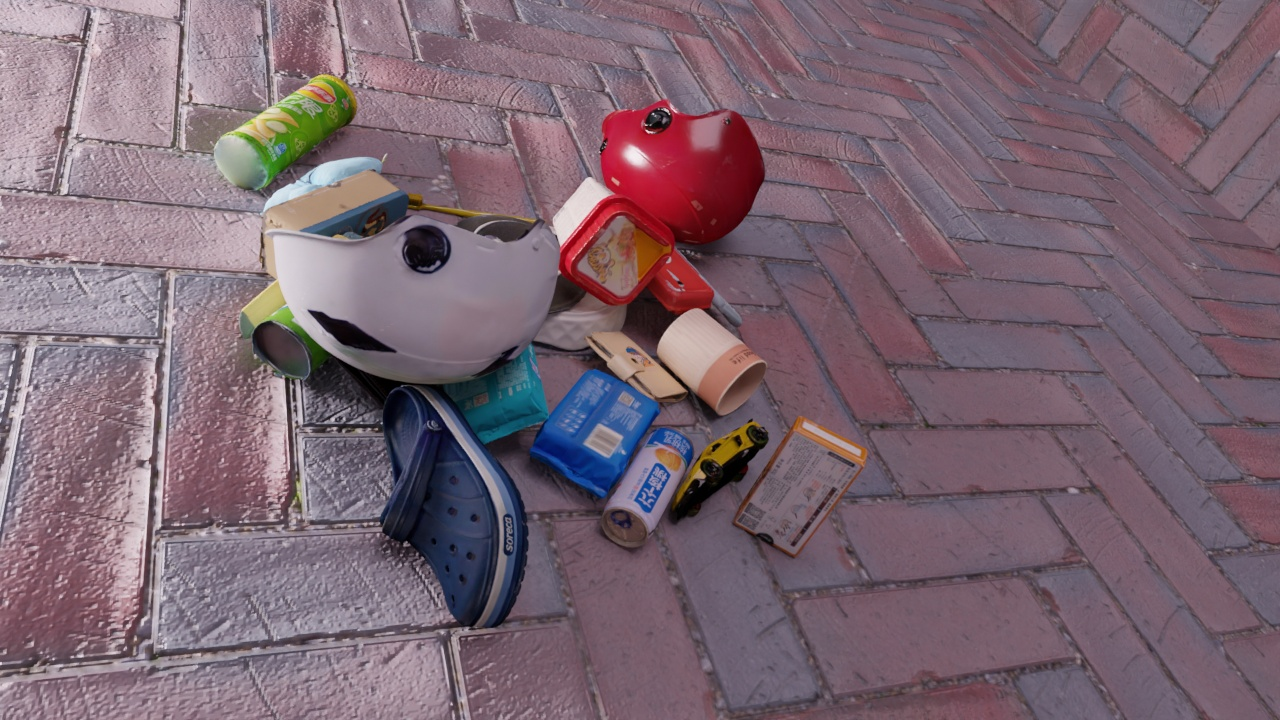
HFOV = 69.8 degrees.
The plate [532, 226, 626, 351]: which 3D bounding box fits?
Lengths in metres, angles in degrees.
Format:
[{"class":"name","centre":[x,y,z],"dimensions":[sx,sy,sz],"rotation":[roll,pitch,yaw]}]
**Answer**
[{"class":"plate","centre":[-0.109,-0.098,1.121],"dimensions":[0.204,0.046,0.204],"rotation":[14,41,-13]}]

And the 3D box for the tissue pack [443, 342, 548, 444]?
[{"class":"tissue pack","centre":[-0.148,0.027,0.924],"dimensions":[0.093,0.050,0.133],"rotation":[-20,44,2]}]

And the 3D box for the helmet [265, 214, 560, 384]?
[{"class":"helmet","centre":[-0.204,-0.051,0.848],"dimensions":[0.258,0.146,0.229],"rotation":[-3,4,-29]}]

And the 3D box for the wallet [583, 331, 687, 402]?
[{"class":"wallet","centre":[-0.006,0.006,1.056],"dimensions":[0.115,0.024,0.087],"rotation":[44,23,21]}]

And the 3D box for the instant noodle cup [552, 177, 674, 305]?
[{"class":"instant noodle cup","centre":[-0.040,-0.146,1.078],"dimensions":[0.116,0.117,0.124],"rotation":[32,18,-36]}]

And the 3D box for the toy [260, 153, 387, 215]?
[{"class":"toy","centre":[-0.367,-0.206,1.079],"dimensions":[0.156,0.050,0.161],"rotation":[-24,17,-10]}]

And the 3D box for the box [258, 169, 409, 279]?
[{"class":"box","centre":[-0.343,-0.143,1.017],"dimensions":[0.062,0.090,0.183],"rotation":[34,42,11]}]

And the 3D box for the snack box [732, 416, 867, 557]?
[{"class":"snack box","centre":[0.156,0.128,0.912],"dimensions":[0.075,0.154,0.026],"rotation":[28,40,4]}]

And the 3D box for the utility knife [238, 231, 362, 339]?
[{"class":"utility knife","centre":[-0.351,-0.084,0.951],"dimensions":[0.018,0.031,0.166],"rotation":[20,55,42]}]

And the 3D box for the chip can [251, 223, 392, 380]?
[{"class":"chip can","centre":[-0.302,-0.068,0.964],"dimensions":[0.072,0.072,0.235],"rotation":[28,39,5]}]

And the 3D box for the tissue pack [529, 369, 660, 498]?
[{"class":"tissue pack","centre":[-0.045,0.073,0.953],"dimensions":[0.095,0.052,0.156],"rotation":[31,39,4]}]

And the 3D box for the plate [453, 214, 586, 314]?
[{"class":"plate","centre":[-0.144,-0.121,1.074],"dimensions":[0.179,0.024,0.179],"rotation":[14,39,-12]}]

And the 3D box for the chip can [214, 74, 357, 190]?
[{"class":"chip can","centre":[-0.438,-0.286,1.142],"dimensions":[0.072,0.073,0.220],"rotation":[24,39,0]}]

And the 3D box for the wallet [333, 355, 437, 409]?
[{"class":"wallet","centre":[-0.245,-0.006,0.941],"dimensions":[0.096,0.020,0.122],"rotation":[50,37,-11]}]

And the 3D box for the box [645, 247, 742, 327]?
[{"class":"box","centre":[0.037,-0.122,1.180],"dimensions":[0.161,0.059,0.201],"rotation":[10,31,-47]}]

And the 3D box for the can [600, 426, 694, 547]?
[{"class":"can","centre":[0.009,0.125,0.920],"dimensions":[0.053,0.053,0.134],"rotation":[29,39,5]}]

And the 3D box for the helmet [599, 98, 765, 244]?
[{"class":"helmet","centre":[0.044,-0.244,1.265],"dimensions":[0.240,0.207,0.143],"rotation":[11,68,13]}]

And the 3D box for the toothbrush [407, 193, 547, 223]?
[{"class":"toothbrush","centre":[-0.213,-0.194,1.197],"dimensions":[0.190,0.017,0.015],"rotation":[7,43,-20]}]

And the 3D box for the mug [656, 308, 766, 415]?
[{"class":"mug","centre":[0.090,0.001,1.091],"dimensions":[0.106,0.082,0.114],"rotation":[43,15,23]}]

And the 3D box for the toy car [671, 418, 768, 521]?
[{"class":"toy car","centre":[0.081,0.111,0.959],"dimensions":[0.041,0.071,0.155],"rotation":[41,42,17]}]

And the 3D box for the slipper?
[{"class":"slipper","centre":[-0.179,0.113,0.794],"dimensions":[0.095,0.105,0.252],"rotation":[0,42,-38]}]
